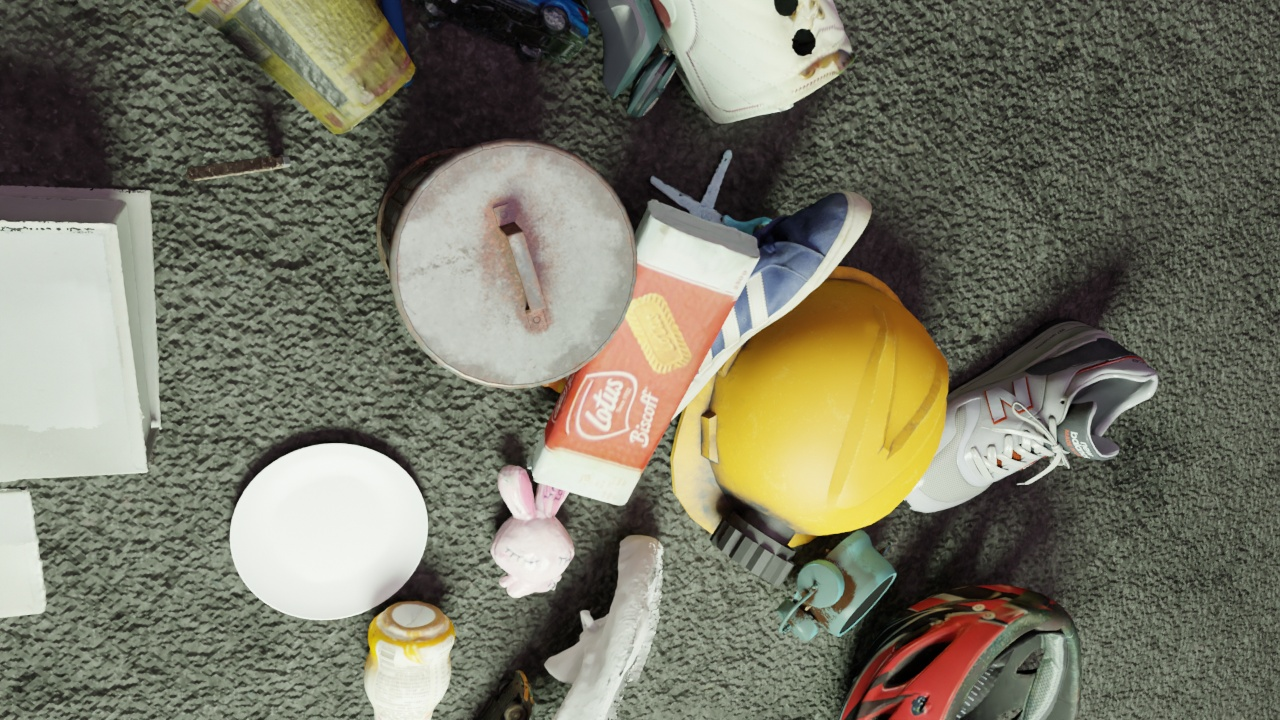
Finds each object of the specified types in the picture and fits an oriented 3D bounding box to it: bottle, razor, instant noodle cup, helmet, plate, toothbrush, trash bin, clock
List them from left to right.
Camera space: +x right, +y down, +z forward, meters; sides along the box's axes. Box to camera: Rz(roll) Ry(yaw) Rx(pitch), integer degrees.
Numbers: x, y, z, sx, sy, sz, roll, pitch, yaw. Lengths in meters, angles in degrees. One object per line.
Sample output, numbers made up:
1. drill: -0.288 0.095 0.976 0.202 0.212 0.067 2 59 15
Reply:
1. instant noodle cup: -0.197 -0.202 0.556 0.102 0.102 0.108 -43 121 -6
2. plate: -0.223 0.123 0.664 0.134 0.011 0.134 -4 104 -18
3. toothbrush: -0.166 -0.263 0.591 0.014 0.014 0.168 -8 105 -6
4. bottle: -0.174 0.238 0.682 0.063 0.063 0.108 5 102 -20
5. trash bin: -0.091 -0.067 0.556 0.130 0.211 0.131 -4 104 -19
6. razor: -0.017 -0.231 0.597 0.052 0.047 0.143 -10 122 28
7. clock: 0.162 0.193 0.769 0.124 0.053 0.090 -24 144 -38
8. helmet: 0.152 0.053 0.715 0.205 0.131 0.255 33 89 -22
9. helmet: 0.274 0.311 0.797 0.217 0.167 0.272 11 105 -36

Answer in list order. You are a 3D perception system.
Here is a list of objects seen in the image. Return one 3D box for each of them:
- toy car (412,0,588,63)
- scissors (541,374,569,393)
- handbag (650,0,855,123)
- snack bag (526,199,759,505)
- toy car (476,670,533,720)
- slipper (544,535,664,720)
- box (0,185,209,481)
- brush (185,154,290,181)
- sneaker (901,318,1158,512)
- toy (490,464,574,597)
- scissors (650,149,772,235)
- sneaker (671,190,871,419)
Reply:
1. toy car: -0.092 -0.236 0.604 0.120 0.056 0.043 13 76 -27
2. scissors: -0.037 0.032 0.686 0.130 0.070 0.013 52 55 -30
3. handbag: 0.047 -0.261 0.599 0.096 0.142 0.198 -34 110 -7
4. snack bag: -0.004 0.004 0.618 0.077 0.041 0.226 18 120 -15
5. toy car: -0.111 0.304 0.727 0.047 0.047 0.112 34 90 -21
6. slipper: -0.040 0.249 0.700 0.074 0.112 0.246 23 73 2
7. box: -0.426 -0.046 0.665 0.168 0.404 0.172 -1 103 -20
8. brush: -0.222 -0.114 0.536 0.045 0.143 0.008 -11 105 -8
9. sneaker: 0.335 0.056 0.782 0.239 0.124 0.089 -41 112 -6
10. toy: -0.081 0.130 0.697 0.063 0.047 0.110 -4 101 -27
11. scissors: 0.053 -0.092 0.711 0.135 0.015 0.135 30 92 -19
12. sneaker: 0.036 -0.065 0.652 0.118 0.091 0.234 37 115 -18
